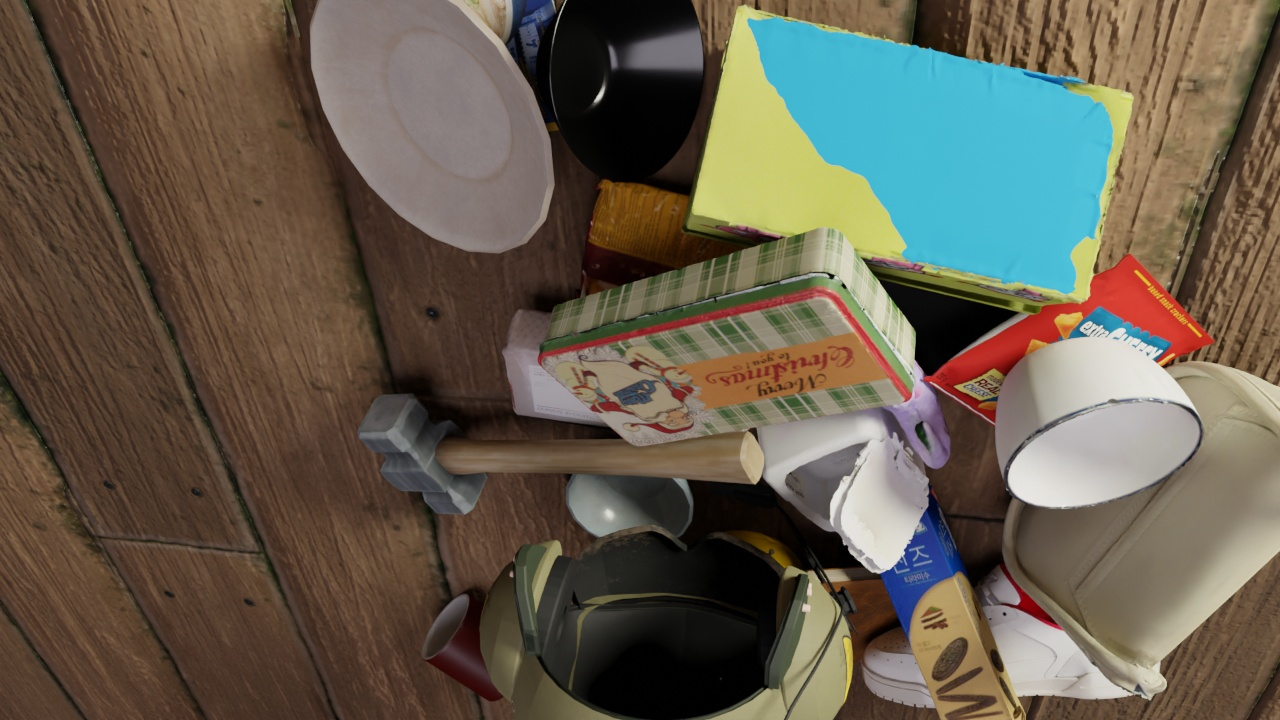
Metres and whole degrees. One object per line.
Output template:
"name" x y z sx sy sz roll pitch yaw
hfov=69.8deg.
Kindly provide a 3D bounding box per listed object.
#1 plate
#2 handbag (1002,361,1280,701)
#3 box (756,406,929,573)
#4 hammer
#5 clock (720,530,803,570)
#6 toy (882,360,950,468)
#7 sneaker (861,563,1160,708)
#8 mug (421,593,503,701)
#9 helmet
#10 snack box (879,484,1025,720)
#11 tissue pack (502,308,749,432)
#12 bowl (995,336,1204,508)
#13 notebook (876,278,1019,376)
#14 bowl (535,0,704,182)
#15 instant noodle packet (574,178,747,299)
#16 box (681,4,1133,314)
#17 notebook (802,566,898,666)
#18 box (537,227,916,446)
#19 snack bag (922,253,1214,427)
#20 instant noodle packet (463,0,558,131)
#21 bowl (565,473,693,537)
"plate" -0.127 -0.154 0.574 0.189 0.027 0.189 23 139 21
"handbag" 0.371 0.111 0.610 0.132 0.183 0.230 18 121 -7
"box" 0.153 0.099 0.661 0.103 0.129 0.110 -27 133 29
"hammer" -0.064 0.073 0.693 0.324 0.051 0.117 -3 139 30
"clock" 0.078 0.213 0.824 0.152 0.051 0.113 -33 115 26
"toy" 0.181 0.026 0.626 0.037 0.080 0.099 -29 123 26
"sneaker" 0.297 0.222 0.774 0.237 0.090 0.104 -12 103 28
"mug" -0.170 0.288 0.925 0.082 0.073 0.106 40 152 -19
"helmet" 0.019 0.206 0.650 0.250 0.254 0.233 4 124 10
"snack box" 0.239 0.204 0.724 0.056 0.057 0.206 -23 91 26
"tissue pack" -0.004 0.004 0.680 0.181 0.071 0.104 10 143 7
"bowl" 0.275 0.036 0.571 0.116 0.065 0.116 -2 140 -2
"notebook" 0.166 -0.039 0.636 0.207 0.016 0.149 -27 119 28
"bowl" -0.023 -0.170 0.534 0.053 0.123 0.124 19 137 41
"instant noodle packet" 0.026 -0.062 0.614 0.135 0.039 0.099 16 112 6
"box" 0.144 -0.108 0.517 0.221 0.082 0.124 11 91 -1
"notebook" 0.133 0.263 0.824 0.178 0.014 0.250 3 133 -26
"box" 0.046 -0.005 0.542 0.206 0.050 0.117 -12 142 35
"snack bag" 0.283 -0.003 0.610 0.130 0.039 0.144 27 130 -35
"instant noodle packet" -0.086 -0.200 0.556 0.087 0.026 0.134 -3 127 20
"bowl" -0.007 0.106 0.765 0.106 0.039 0.106 6 128 7
